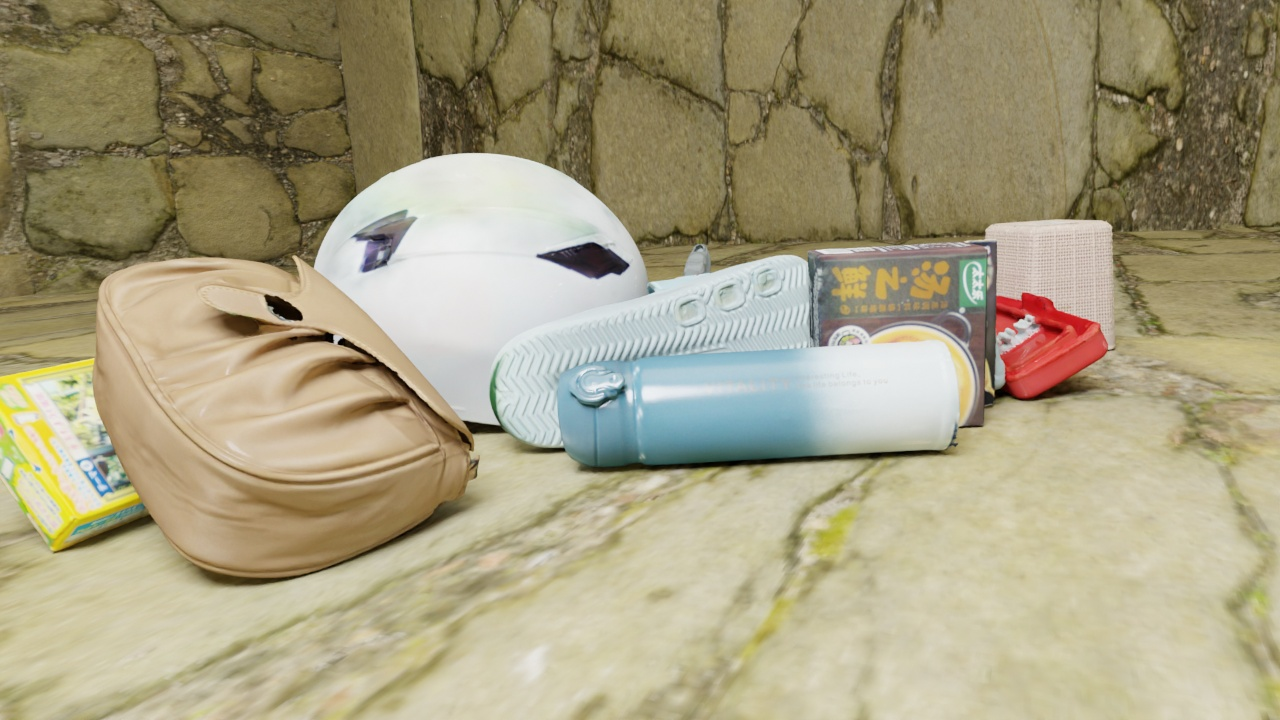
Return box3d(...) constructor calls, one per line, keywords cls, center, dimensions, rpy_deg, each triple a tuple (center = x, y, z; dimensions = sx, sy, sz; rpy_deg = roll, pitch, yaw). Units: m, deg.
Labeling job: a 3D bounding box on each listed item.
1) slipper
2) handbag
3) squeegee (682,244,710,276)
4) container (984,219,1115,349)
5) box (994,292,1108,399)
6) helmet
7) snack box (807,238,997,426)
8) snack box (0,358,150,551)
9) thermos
box3d(cls="slipper", center=(0.016, -0.003, 0.612), dimensions=(0.245, 0.104, 0.074), rpy_deg=(-14, 13, -20))
box3d(cls="handbag", center=(-0.181, 0.012, 0.457), dimensions=(0.147, 0.100, 0.204), rpy_deg=(-4, 32, -45))
box3d(cls="squeegee", center=(0.040, -0.055, 0.826), dimensions=(0.247, 0.039, 0.246), rpy_deg=(0, 23, 11))
box3d(cls="container", center=(0.360, -0.067, 0.815), dimensions=(0.090, 0.111, 0.090), rpy_deg=(-5, 11, -10))
box3d(cls="box", center=(0.259, -0.041, 0.708), dimensions=(0.095, 0.101, 0.201), rpy_deg=(-32, 9, 6))
box3d(cls="helmet", center=(-0.116, -0.071, 0.667), dimensions=(0.258, 0.146, 0.228), rpy_deg=(-8, 36, -4))
box3d(cls="snack box", center=(0.172, -0.017, 0.584), dimensions=(0.126, 0.113, 0.053), rpy_deg=(-3, 11, 3))
box3d(cls="snack box", center=(-0.274, 0.038, 0.500), dimensions=(0.034, 0.087, 0.140), rpy_deg=(-42, -6, 22))
box3d(cls="thermos", center=(0.064, 0.025, 0.523), dimensions=(0.220, 0.070, 0.070), rpy_deg=(-3, 10, 0))
